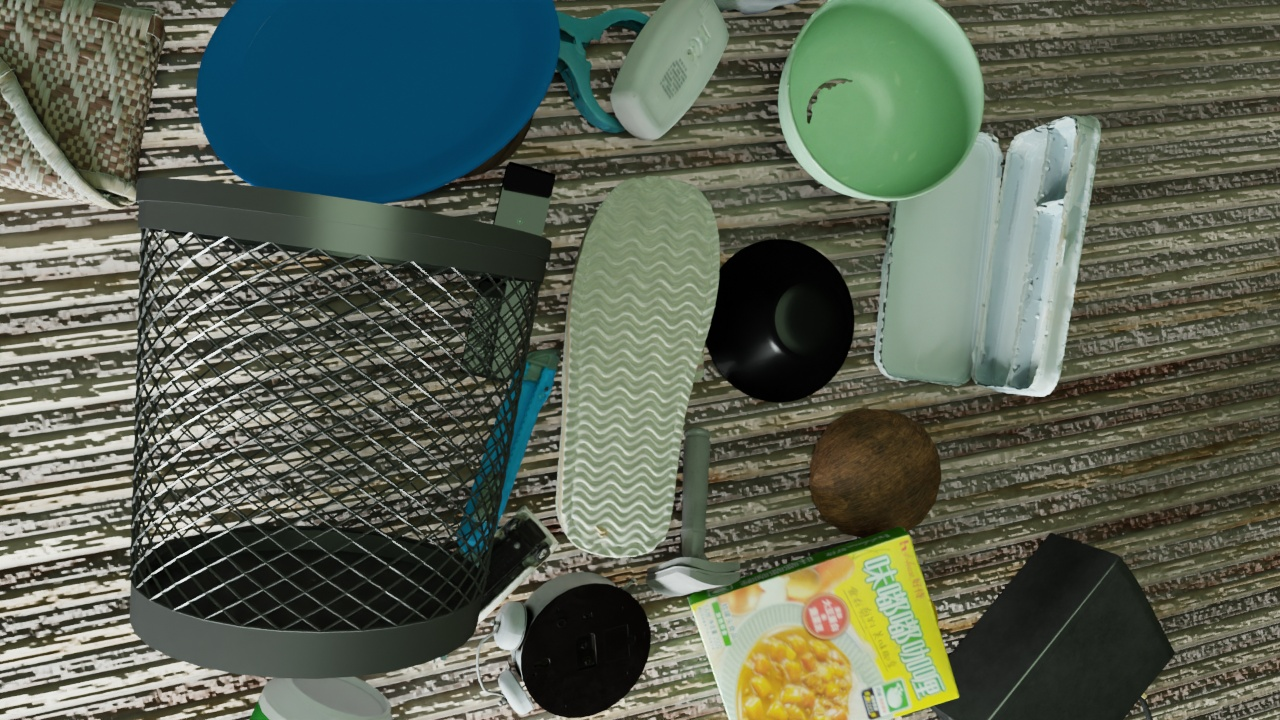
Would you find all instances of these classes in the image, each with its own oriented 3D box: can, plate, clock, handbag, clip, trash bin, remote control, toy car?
[{"bbox_3d":[-0.218,0.272,0.573,0.087,0.088,0.140,25,85,-14],"label":"can"},{"bbox_3d":[-0.159,-0.182,0.568,0.224,0.024,0.224,-2,64,5],"label":"plate"},{"bbox_3d":[-0.053,0.196,0.632,0.122,0.035,0.094,-8,101,-23],"label":"clock"},{"bbox_3d":[0.356,0.276,0.739,0.175,0.072,0.196,-46,105,-10],"label":"handbag"},{"bbox_3d":[-0.388,-0.167,0.540,0.185,0.047,0.124,10,88,-15],"label":"handbag"},{"bbox_3d":[-0.040,-0.202,0.636,0.122,0.033,0.120,-17,106,-24],"label":"clip"},{"bbox_3d":[-0.173,0.031,0.520,0.217,0.218,0.227,7,93,-15],"label":"trash bin"},{"bbox_3d":[0.021,-0.206,0.640,0.060,0.028,0.114,46,67,-43],"label":"remote control"},{"bbox_3d":[-0.092,-0.061,0.637,0.034,0.013,0.150,13,88,-15],"label":"remote control"},{"bbox_3d":[-0.107,0.152,0.626,0.113,0.039,0.039,-42,72,-11],"label":"toy car"}]

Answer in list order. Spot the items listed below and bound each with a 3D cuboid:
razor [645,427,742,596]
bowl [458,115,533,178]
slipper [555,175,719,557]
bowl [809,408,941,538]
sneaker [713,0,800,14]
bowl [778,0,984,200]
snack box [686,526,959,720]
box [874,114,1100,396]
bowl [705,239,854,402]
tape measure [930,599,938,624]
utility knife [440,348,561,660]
[{"bbox_3d":[0.038,0.105,0.654,0.047,0.088,0.116,9,69,-15],"label":"razor"},{"bbox_3d":[-0.128,-0.184,0.616,0.119,0.032,0.119,0,91,-15],"label":"bowl"},{"bbox_3d":[-0.004,0.004,0.643,0.115,0.052,0.262,10,85,-17],"label":"slipper"},{"bbox_3d":[0.188,0.089,0.708,0.114,0.026,0.102,9,89,-15],"label":"bowl"},{"bbox_3d":[0.024,-0.325,0.602,0.269,0.132,0.103,20,84,-16],"label":"sneaker"},{"bbox_3d":[0.163,-0.185,0.668,0.150,0.077,0.151,0,90,-13],"label":"bowl"},{"bbox_3d":[0.134,0.211,0.677,0.168,0.027,0.132,-18,96,1],"label":"snack box"},{"bbox_3d":[0.258,-0.079,0.684,0.129,0.105,0.210,4,90,-12],"label":"box"},{"bbox_3d":[0.113,-0.030,0.672,0.124,0.052,0.124,0,91,-15],"label":"bowl"},{"bbox_3d":[0.198,0.200,0.711,0.059,0.030,0.068,6,96,-14],"label":"tape measure"},{"bbox_3d":[-0.099,0.091,0.618,0.031,0.015,0.220,14,76,11],"label":"utility knife"}]
